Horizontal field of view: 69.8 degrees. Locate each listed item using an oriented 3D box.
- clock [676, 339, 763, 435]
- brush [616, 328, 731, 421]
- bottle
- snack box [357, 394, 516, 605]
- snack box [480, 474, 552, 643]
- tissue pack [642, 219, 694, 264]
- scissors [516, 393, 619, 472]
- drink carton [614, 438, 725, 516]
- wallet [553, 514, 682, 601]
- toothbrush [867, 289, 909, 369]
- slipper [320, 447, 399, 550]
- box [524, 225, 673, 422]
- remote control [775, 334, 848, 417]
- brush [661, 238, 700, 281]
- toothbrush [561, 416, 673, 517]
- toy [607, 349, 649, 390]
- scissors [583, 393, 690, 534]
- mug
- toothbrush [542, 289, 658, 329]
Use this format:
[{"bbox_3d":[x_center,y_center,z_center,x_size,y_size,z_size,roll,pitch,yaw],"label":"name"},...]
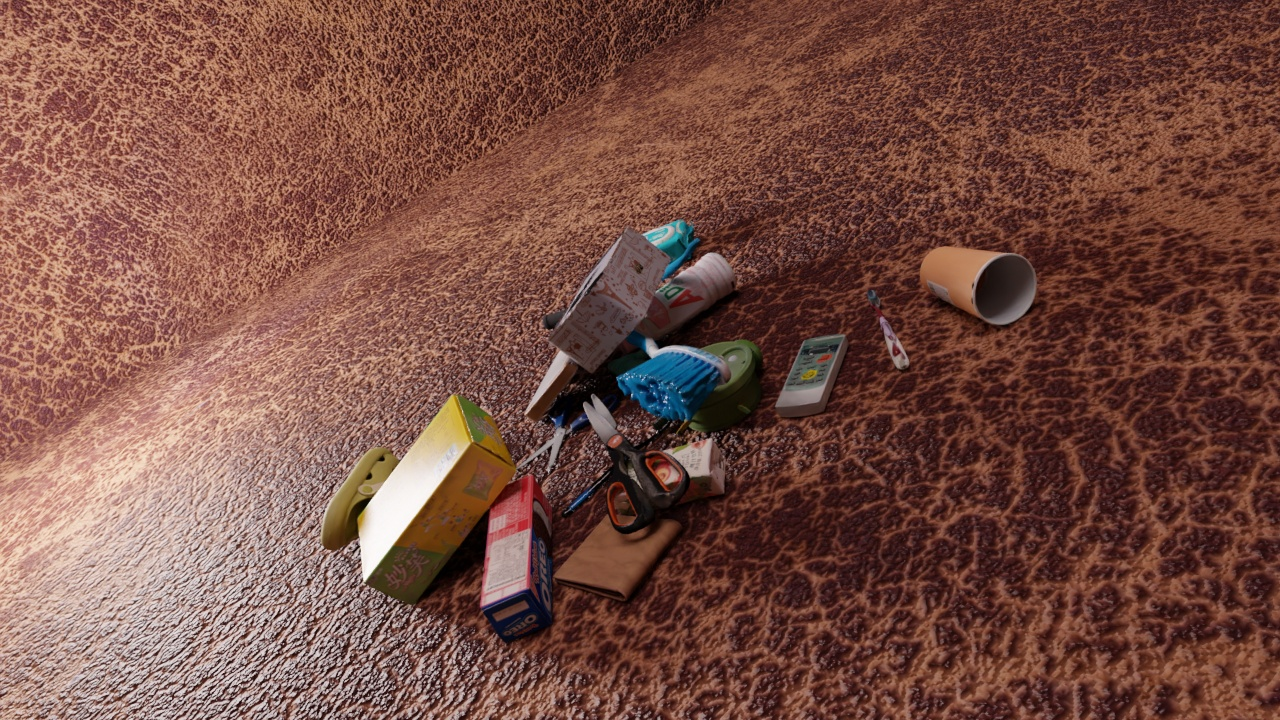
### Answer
[{"bbox_3d":[0.091,0.024,1.114,0.116,0.056,0.160,-17,28,20],"label":"clock"},{"bbox_3d":[0.014,0.005,1.107,0.109,0.060,0.315,-36,20,-20],"label":"brush"},{"bbox_3d":[0.047,-0.079,1.331,0.196,0.068,0.068,-36,27,-13],"label":"bottle"},{"bbox_3d":[-0.248,0.162,1.099,0.210,0.070,0.157,-53,27,4],"label":"snack box"},{"bbox_3d":[-0.132,0.209,0.994,0.058,0.057,0.207,-23,26,6],"label":"snack box"},{"bbox_3d":[0.031,-0.191,1.572,0.134,0.050,0.093,-20,26,16],"label":"tissue pack"},{"bbox_3d":[-0.100,0.090,1.231,0.162,0.012,0.174,-27,26,1],"label":"scissors"},{"bbox_3d":[0.030,0.128,0.994,0.123,0.045,0.053,-18,40,24],"label":"drink carton"},{"bbox_3d":[-0.025,0.200,0.952,0.115,0.020,0.101,-3,34,46],"label":"wallet"},{"bbox_3d":[0.289,-0.039,1.078,0.016,0.017,0.187,-22,26,14],"label":"toothbrush"},{"bbox_3d":[-0.363,0.194,1.241,0.081,0.092,0.190,18,24,2],"label":"slipper"},{"bbox_3d":[-0.074,-0.043,1.273,0.260,0.082,0.176,-48,11,36],"label":"box"},{"bbox_3d":[0.200,0.016,1.062,0.056,0.019,0.134,-9,32,34],"label":"remote control"},{"bbox_3d":[0.005,-0.106,1.352,0.255,0.046,0.082,-36,3,45],"label":"brush"},{"bbox_3d":[-0.026,0.121,1.098,0.189,0.016,0.014,-41,21,-22],"label":"toothbrush"},{"bbox_3d":[-0.008,0.007,1.273,0.096,0.030,0.092,-32,28,-22],"label":"toy"},{"bbox_3d":[-0.034,0.108,1.009,0.235,0.022,0.148,19,64,48],"label":"scissors"},{"bbox_3d":[0.372,-0.090,1.032,0.078,0.078,0.123,-31,20,-6],"label":"mug"},{"bbox_3d":[-0.065,-0.089,1.511,0.213,0.027,0.026,-15,73,23],"label":"toothbrush"}]
